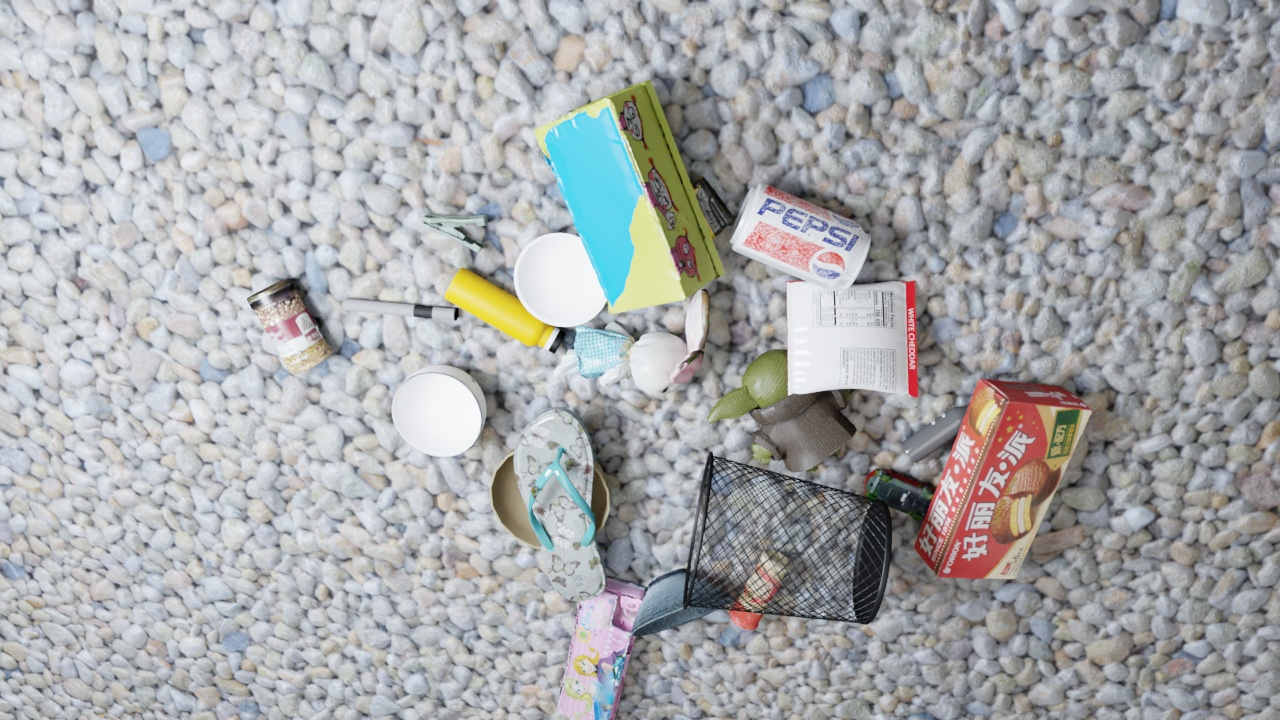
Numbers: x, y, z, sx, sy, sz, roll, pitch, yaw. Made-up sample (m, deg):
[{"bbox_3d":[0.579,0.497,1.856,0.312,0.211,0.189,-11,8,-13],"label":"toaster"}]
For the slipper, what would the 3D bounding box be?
[{"bbox_3d":[-0.100,0.186,1.109,0.098,0.054,0.269,-2,113,10],"label":"slipper"}]

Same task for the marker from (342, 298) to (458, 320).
[{"bbox_3d":[-0.290,-0.062,1.108,0.140,0.016,0.016,5,112,5],"label":"marker"}]

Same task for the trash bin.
[{"bbox_3d":[0.169,0.216,1.070,0.210,0.183,0.184,10,113,3],"label":"trash bin"}]

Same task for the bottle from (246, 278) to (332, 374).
[{"bbox_3d":[-0.424,-0.041,1.112,0.056,0.056,0.105,-20,108,14],"label":"bottle"}]

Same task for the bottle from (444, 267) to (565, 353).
[{"bbox_3d":[-0.156,-0.055,1.078,0.143,0.043,0.043,30,112,-5],"label":"bottle"}]

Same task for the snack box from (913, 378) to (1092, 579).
[{"bbox_3d":[0.413,0.140,1.059,0.113,0.060,0.237,6,113,-17],"label":"snack box"}]

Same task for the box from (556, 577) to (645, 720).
[{"bbox_3d":[-0.056,0.402,1.246,0.084,0.053,0.231,13,113,2],"label":"box"}]

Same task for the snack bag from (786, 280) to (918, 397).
[{"bbox_3d":[0.235,-0.026,1.016,0.144,0.039,0.130,0,83,-1],"label":"snack bag"}]

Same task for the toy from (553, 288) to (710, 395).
[{"bbox_3d":[-0.006,0.006,1.062,0.206,0.130,0.106,-9,132,24],"label":"toy"}]

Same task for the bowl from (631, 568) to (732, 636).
[{"bbox_3d":[0.044,0.304,1.180,0.137,0.137,0.057,-28,66,17],"label":"bowl"}]

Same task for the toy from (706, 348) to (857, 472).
[{"bbox_3d":[0.178,0.057,1.061,0.179,0.078,0.153,-36,100,-6],"label":"toy"}]

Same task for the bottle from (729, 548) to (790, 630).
[{"bbox_3d":[0.154,0.294,1.181,0.044,0.044,0.109,23,111,-2],"label":"bottle"}]

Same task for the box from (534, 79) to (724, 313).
[{"bbox_3d":[-0.011,-0.169,0.969,0.125,0.080,0.221,-10,108,44],"label":"box"}]

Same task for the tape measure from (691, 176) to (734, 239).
[{"bbox_3d":[0.060,-0.161,1.011,0.064,0.037,0.065,-35,102,18],"label":"tape measure"}]

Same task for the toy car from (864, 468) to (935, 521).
[{"bbox_3d":[0.315,0.159,1.108,0.091,0.036,0.042,19,113,-1],"label":"toy car"}]

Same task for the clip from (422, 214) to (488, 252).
[{"bbox_3d":[-0.215,-0.154,1.058,0.076,0.023,0.059,13,111,0],"label":"clip"}]

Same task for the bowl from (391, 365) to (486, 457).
[{"bbox_3d":[-0.240,0.055,1.123,0.113,0.063,0.113,3,113,6],"label":"bowl"}]

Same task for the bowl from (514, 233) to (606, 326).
[{"bbox_3d":[-0.086,-0.097,1.054,0.110,0.040,0.110,3,112,6],"label":"bowl"}]

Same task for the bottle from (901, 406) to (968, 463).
[{"bbox_3d":[0.360,0.076,1.072,0.113,0.030,0.030,-39,102,20],"label":"bottle"}]

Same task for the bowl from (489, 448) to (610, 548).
[{"bbox_3d":[-0.110,0.162,1.156,0.152,0.050,0.152,3,112,6],"label":"bowl"}]

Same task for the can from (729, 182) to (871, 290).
[{"bbox_3d":[0.170,-0.131,0.987,0.136,0.078,0.078,22,113,-2],"label":"can"}]
